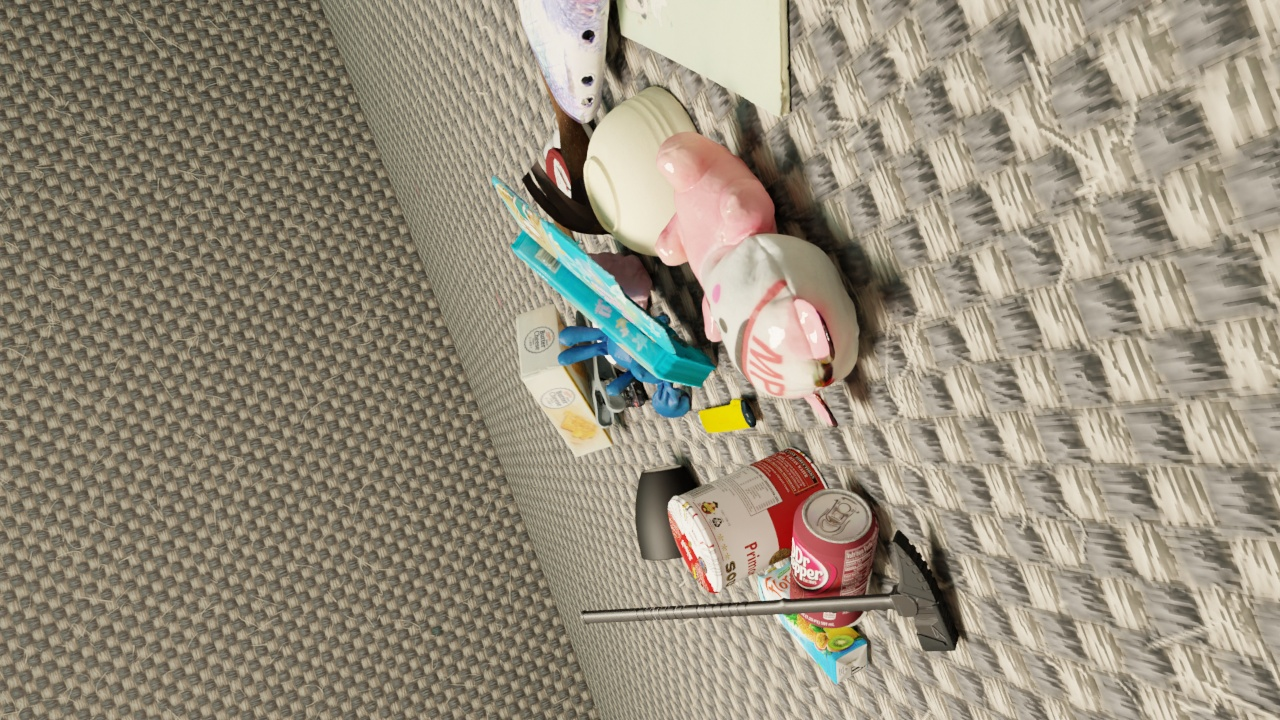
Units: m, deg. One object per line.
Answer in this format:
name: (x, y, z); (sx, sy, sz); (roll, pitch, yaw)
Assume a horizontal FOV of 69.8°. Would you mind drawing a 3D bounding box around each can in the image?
can: (0.151, 0.157, 0.724); (0.063, 0.063, 0.114); (53, 157, 43)
can: (0.094, 0.135, 0.783); (0.086, 0.116, 0.087); (57, 160, 34)

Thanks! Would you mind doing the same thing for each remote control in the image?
remote control: (-0.025, 0.038, 1.204); (0.047, 0.022, 0.150); (71, 162, -4)

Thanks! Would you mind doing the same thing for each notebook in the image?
notebook: (0.030, -0.293, 0.646); (0.252, 0.010, 0.182); (49, 154, 49)

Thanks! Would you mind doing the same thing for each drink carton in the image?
drink carton: (0.155, 0.238, 0.844); (0.129, 0.044, 0.039); (43, 150, 54)

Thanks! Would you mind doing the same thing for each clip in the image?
clip: (-0.058, 0.008, 1.201); (0.108, 0.028, 0.163); (119, 140, -62)

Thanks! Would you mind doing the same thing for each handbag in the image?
handbag: (-0.060, -0.307, 0.799); (0.159, 0.069, 0.126); (96, 154, -62)

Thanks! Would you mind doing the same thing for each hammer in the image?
hammer: (0.076, 0.191, 0.725); (0.326, 0.015, 0.095); (-14, 109, 35)
hammer: (-0.083, -0.272, 0.904); (0.033, 0.115, 0.322); (-35, 67, 50)

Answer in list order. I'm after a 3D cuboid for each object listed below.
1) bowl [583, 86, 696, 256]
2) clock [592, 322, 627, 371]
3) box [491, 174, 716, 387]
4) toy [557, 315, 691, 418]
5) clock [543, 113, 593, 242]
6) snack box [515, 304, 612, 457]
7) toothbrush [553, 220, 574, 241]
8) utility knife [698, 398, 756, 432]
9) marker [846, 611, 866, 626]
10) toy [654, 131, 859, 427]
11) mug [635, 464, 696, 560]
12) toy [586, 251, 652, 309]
bowl: (-0.002, -0.155, 0.804); (0.150, 0.075, 0.151); (57, 159, 35)
clock: (-0.024, -0.028, 1.079); (0.123, 0.043, 0.091); (69, 163, 0)
box: (-0.043, -0.067, 0.867); (0.227, 0.056, 0.185); (41, -178, 27)
toy: (-0.006, 0.006, 0.990); (0.176, 0.070, 0.113); (20, 131, 27)
clock: (-0.068, -0.203, 0.996); (0.137, 0.048, 0.096); (69, 163, -4)
snack box: (-0.099, 0.032, 1.225); (0.208, 0.057, 0.104); (63, -168, -51)
toothbrush: (-0.074, -0.115, 1.178); (0.166, 0.016, 0.016); (64, 163, 14)
utility knife: (0.081, 0.056, 0.903); (0.163, 0.017, 0.030); (155, 98, -73)
marker: (0.153, 0.180, 0.819); (0.133, 0.023, 0.027); (52, 178, 43)
toy: (0.082, -0.058, 0.647); (0.142, 0.084, 0.213); (89, 155, -55)
mug: (0.038, 0.177, 1.100); (0.118, 0.085, 0.100); (-2, -98, -76)
toy: (-0.020, -0.083, 0.990); (0.099, 0.052, 0.096); (57, 150, -4)
